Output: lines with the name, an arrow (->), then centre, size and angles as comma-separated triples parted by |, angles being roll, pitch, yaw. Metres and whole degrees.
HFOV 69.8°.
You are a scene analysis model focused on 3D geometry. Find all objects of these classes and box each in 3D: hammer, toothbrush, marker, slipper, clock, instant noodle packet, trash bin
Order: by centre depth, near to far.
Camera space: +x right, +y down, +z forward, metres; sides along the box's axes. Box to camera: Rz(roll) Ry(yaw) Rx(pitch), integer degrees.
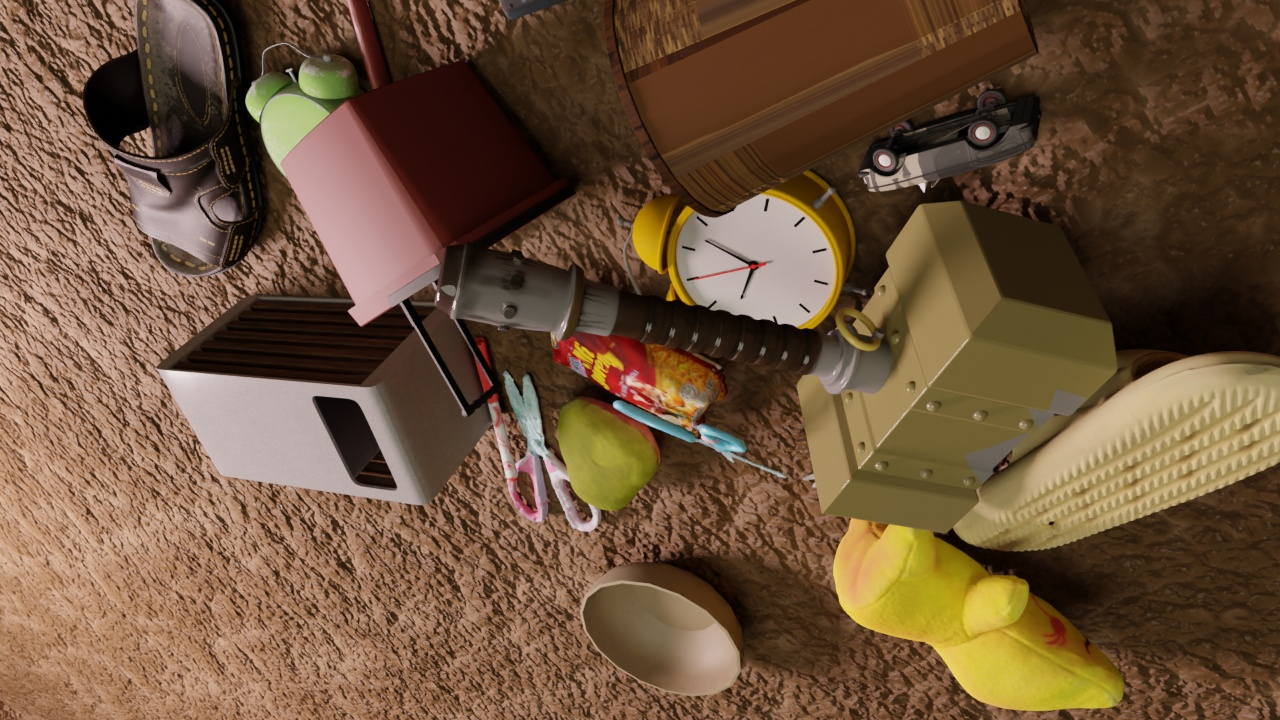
hammer -> 0.054, -0.011, 0.497 | 0.324, 0.100, 0.191 | 11, 136, -14
slipper -> 0.275, 0.045, 0.541 | 0.111, 0.079, 0.262 | 11, 150, -9
toothbrush -> -0.189, -0.250, 0.578 | 0.016, 0.016, 0.190 | 10, 130, 25
clock -> 0.061, -0.064, 0.578 | 0.152, 0.051, 0.113 | -10, 120, 28
clock -> -0.225, -0.165, 0.646 | 0.095, 0.042, 0.119 | -8, 121, 30
instant noodle packet -> -0.004, 0.004, 0.650 | 0.135, 0.039, 0.099 | 29, 164, 2
slipper -> -0.351, -0.158, 0.691 | 0.113, 0.075, 0.269 | 29, 133, 4
trash bin -> -0.258, 0.027, 0.765 | 0.229, 0.114, 0.115 | 4, 127, 24
marker -> -0.121, 0.045, 0.772 | 0.013, 0.012, 0.142 | 5, 123, 23

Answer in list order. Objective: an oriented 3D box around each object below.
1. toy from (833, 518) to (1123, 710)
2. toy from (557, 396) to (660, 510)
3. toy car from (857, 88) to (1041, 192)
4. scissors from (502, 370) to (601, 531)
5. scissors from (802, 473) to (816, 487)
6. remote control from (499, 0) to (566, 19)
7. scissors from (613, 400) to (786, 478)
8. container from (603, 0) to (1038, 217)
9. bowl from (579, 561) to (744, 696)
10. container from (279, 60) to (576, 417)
toy -> 0.224, 0.178, 0.632 | 0.194, 0.087, 0.134 | 35, 174, -11
toy -> -0.030, 0.078, 0.735 | 0.090, 0.051, 0.110 | 26, 136, 9
toy car -> 0.165, -0.113, 0.489 | 0.092, 0.040, 0.037 | -10, 123, 36
scissors -> -0.075, 0.080, 0.786 | 0.103, 0.016, 0.179 | 15, 128, 21
scissors -> 0.180, 0.063, 0.638 | 0.127, 0.019, 0.142 | 16, 138, 7
remote control -> -0.024, -0.229, 0.506 | 0.151, 0.022, 0.047 | -6, 123, 31
scissors -> 0.036, 0.052, 0.625 | 0.134, 0.015, 0.135 | 20, 166, 18
container -> 0.088, -0.160, 0.441 | 0.168, 0.131, 0.132 | -17, 117, 29
bowl -> 0.025, 0.234, 0.831 | 0.152, 0.050, 0.153 | 14, 131, 17
container -> -0.118, -0.072, 0.594 | 0.127, 0.147, 0.201 | -23, 104, 39
